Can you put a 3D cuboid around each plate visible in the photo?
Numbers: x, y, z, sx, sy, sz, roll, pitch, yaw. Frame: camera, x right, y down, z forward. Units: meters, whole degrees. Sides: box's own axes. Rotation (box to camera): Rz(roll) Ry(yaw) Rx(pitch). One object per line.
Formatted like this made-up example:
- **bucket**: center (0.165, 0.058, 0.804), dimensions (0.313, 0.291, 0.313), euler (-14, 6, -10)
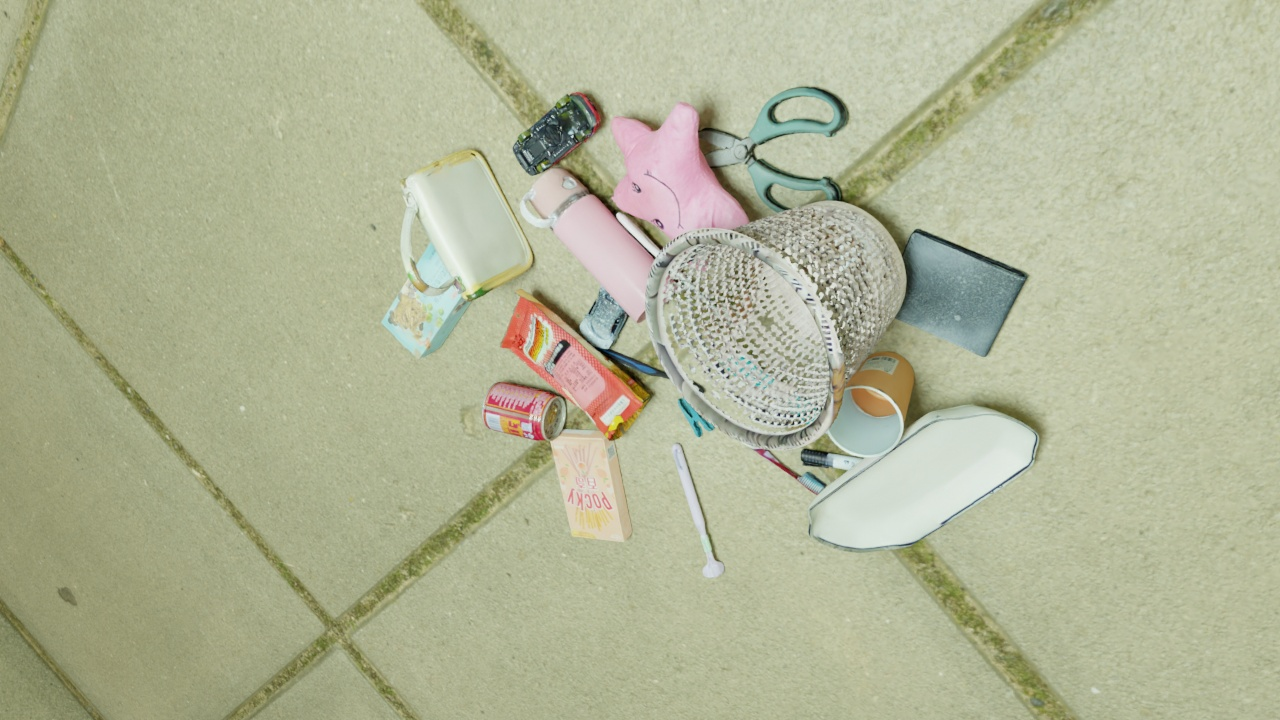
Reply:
- **plate**: center (0.294, 0.126, 0.985), dimensions (0.162, 0.034, 0.267), euler (21, 131, -27)

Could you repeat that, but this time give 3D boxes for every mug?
- **mug**: center (0.244, 0.038, 0.954), dimensions (0.078, 0.122, 0.078), euler (11, 117, 22)

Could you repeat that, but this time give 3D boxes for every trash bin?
- **trash bin**: center (0.149, -0.056, 0.898), dimensions (0.227, 0.191, 0.228), euler (29, 137, 32)

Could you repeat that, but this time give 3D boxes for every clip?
- **clip**: center (0.066, 0.068, 1.126), dimensions (0.048, 0.014, 0.057), euler (-34, 95, 37)

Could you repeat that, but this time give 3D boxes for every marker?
- **marker**: center (0.248, 0.121, 1.053), dimensions (0.131, 0.018, 0.023), euler (9, 108, 25)

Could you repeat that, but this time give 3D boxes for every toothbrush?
- **toothbrush**: center (0.071, 0.192, 1.178), dimensions (0.029, 0.021, 0.189), euler (-18, 104, -6)
- **toothbrush**: center (0.142, 0.101, 1.101), dimensions (0.187, 0.016, 0.017), euler (36, 116, 9)
- **toothbrush**: center (-0.007, 0.007, 1.138), dimensions (0.189, 0.014, 0.016), euler (22, 146, 18)
- **toothbrush**: center (0.040, -0.107, 1.048), dimensions (0.180, 0.016, 0.016), euler (43, 116, -5)

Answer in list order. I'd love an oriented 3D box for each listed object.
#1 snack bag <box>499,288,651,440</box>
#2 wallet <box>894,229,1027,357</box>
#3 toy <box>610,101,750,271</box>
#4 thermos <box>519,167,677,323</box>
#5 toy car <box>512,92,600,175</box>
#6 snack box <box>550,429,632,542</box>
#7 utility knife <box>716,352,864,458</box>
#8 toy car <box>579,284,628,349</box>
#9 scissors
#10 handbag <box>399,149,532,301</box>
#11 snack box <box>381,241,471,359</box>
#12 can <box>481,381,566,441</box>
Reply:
- **snack bag**: center (-0.088, 0.009, 1.150), dimensions (0.208, 0.073, 0.129), euler (41, 146, 9)
- **wallet**: center (0.314, -0.068, 0.933), dimensions (0.121, 0.019, 0.097), euler (27, 123, 17)
- **toy**: center (0.033, -0.180, 0.994), dimensions (0.179, 0.074, 0.194), euler (0, 126, 51)
- **thermos**: center (-0.052, -0.131, 1.049), dimensions (0.198, 0.087, 0.067), euler (47, 141, 6)
- **toy car**: center (-0.094, -0.258, 1.042), dimensions (0.121, 0.045, 0.053), euler (-27, 100, 39)
- **snack box**: center (-0.066, 0.168, 1.233), dimensions (0.085, 0.026, 0.157), euler (0, 112, 28)
- **utility knife**: center (0.178, 0.050, 1.060), dimensions (0.209, 0.013, 0.029), euler (36, 122, 12)
- **toy car**: center (-0.040, -0.057, 1.115), dimensions (0.049, 0.031, 0.106), euler (35, 124, 10)
- **scissors**: center (0.139, -0.202, 0.963), dimensions (0.178, 0.019, 0.169), euler (-10, 108, 29)
- **handbag**: center (-0.227, -0.148, 1.083), dimensions (0.063, 0.178, 0.163), euler (-18, 104, 38)
- **snack box**: center (-0.269, -0.085, 1.208), dimensions (0.074, 0.051, 0.175), euler (45, 125, 4)
- **can**: center (-0.153, 0.068, 1.208), dimensions (0.094, 0.066, 0.067), euler (11, 116, 23)
